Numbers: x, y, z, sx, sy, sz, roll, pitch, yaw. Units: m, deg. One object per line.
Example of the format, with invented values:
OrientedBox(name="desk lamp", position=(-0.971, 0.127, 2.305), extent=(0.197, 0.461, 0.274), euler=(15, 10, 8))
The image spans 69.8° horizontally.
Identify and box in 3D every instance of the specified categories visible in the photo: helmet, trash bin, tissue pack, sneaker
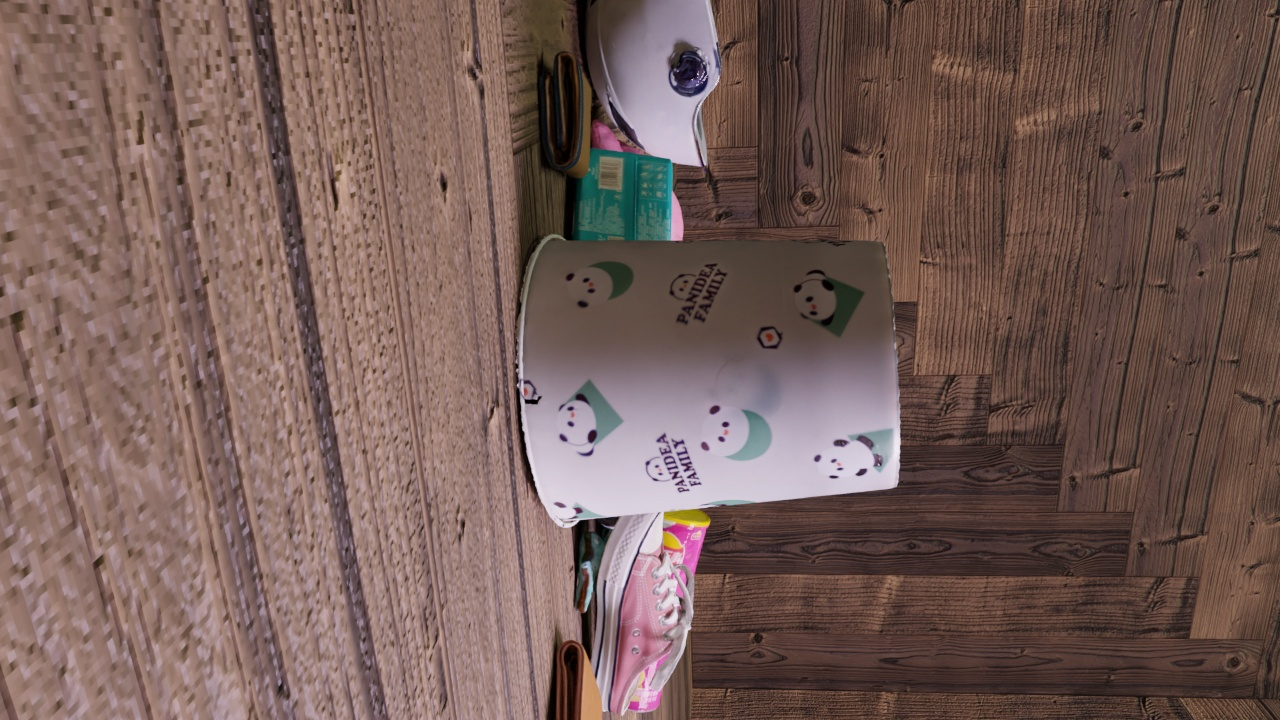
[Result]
OrientedBox(name="helmet", position=(0.015, -0.333, 0.961), extent=(0.228, 0.146, 0.259), euler=(-76, 171, -64))
OrientedBox(name="trash bin", position=(0.060, 0.009, 0.700), extent=(0.229, 0.252, 0.229), euler=(-2, 89, -78))
OrientedBox(name="tissue pack", position=(-0.018, -0.130, 0.850), extent=(0.050, 0.093, 0.133), euler=(120, -27, -69))
OrientedBox(name="sneaker", position=(0.008, 0.236, 0.872), extent=(0.118, 0.088, 0.241), euler=(-36, 138, -66))

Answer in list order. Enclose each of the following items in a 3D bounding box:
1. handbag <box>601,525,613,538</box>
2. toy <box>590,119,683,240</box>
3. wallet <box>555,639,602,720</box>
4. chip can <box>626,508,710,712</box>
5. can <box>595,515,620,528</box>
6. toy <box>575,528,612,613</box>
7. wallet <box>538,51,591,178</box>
OrientedBox(name="handbag", position=(-0.007, 0.174, 1.056), extent=(0.131, 0.068, 0.120), euler=(-85, 172, -48))
OrientedBox(name="toy", position=(-0.003, -0.186, 1.031), extent=(0.194, 0.075, 0.178), euler=(45, 19, -55))
OrientedBox(name="wallet", position=(-0.051, 0.309, 0.766), extent=(0.132, 0.031, 0.107), euler=(81, 7, -52))
OrientedBox(name="chip can", position=(0.014, 0.257, 0.968), extent=(0.071, 0.071, 0.210), euler=(-39, 143, -83))
OrientedBox(name="can", position=(-0.029, 0.134, 0.903), extent=(0.135, 0.053, 0.053), euler=(72, 18, -73))
OrientedBox(name="toy", position=(-0.045, 0.197, 0.877), extent=(0.092, 0.030, 0.096), euler=(69, 28, -61))
OrientedBox(name="wallet", position=(-0.059, -0.200, 0.765), extent=(0.115, 0.033, 0.090), euler=(-60, 151, -82))
